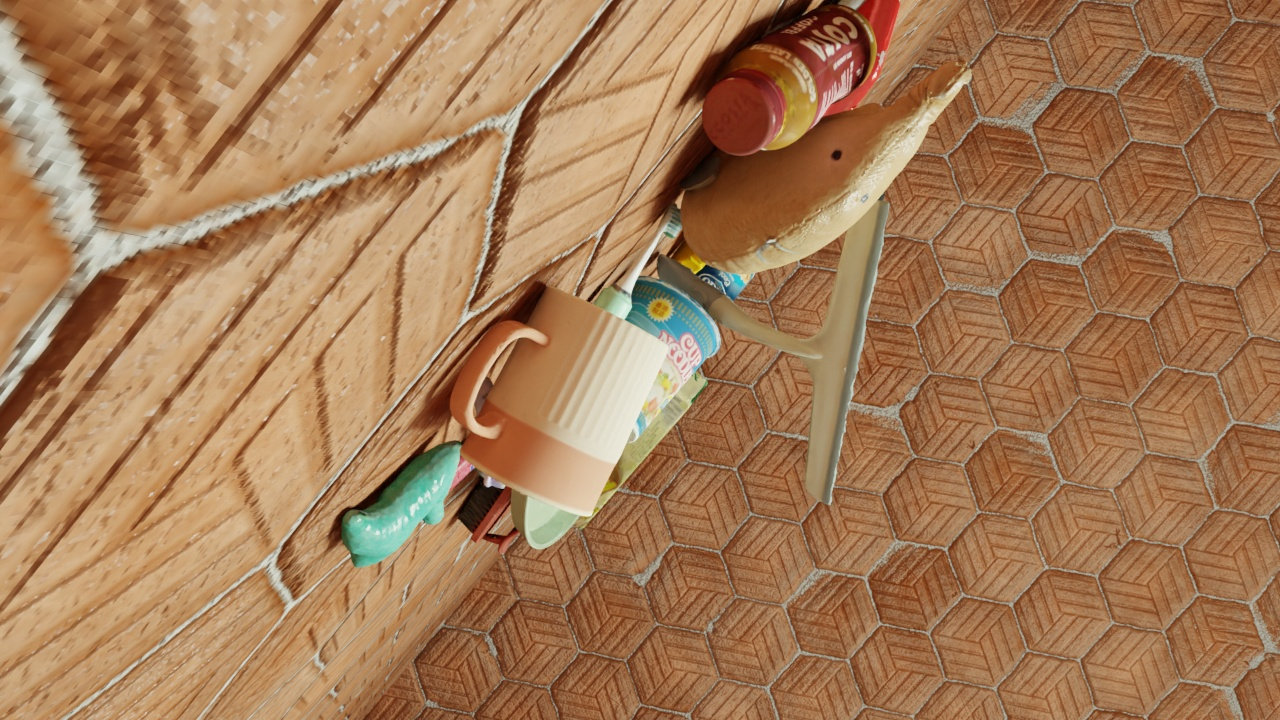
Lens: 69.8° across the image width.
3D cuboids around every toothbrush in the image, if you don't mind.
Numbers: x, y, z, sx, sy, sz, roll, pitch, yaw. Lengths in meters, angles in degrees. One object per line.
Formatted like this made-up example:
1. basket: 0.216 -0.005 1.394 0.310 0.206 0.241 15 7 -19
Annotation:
1. toothbrush: -0.099 0.051 0.609 0.029 0.021 0.189 -28 162 -15
2. toothbrush: -0.033 -0.022 0.687 0.224 0.027 0.026 -58 -169 2

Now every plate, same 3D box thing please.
1. plate: -0.057 0.064 0.852 0.229 0.027 0.231 -58 161 -33

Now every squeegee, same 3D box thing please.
1. squeegee: 0.075 -0.042 0.749 0.039 0.246 0.247 -14 122 -32

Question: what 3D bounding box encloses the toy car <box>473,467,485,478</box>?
1. toy car: -0.111 0.075 0.808 0.049 0.031 0.105 -52 175 16

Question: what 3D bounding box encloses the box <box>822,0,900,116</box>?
1. box: 0.130 -0.216 0.714 0.201 0.068 0.090 122 -12 -76

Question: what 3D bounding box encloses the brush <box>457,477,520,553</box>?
1. brush: -0.137 0.148 0.946 0.063 0.069 0.146 -45 174 -49

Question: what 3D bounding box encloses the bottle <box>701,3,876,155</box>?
1. bottle: 0.087 -0.162 0.527 0.058 0.057 0.174 -52 176 40

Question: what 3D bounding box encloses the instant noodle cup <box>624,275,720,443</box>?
1. instant noodle cup: -0.004 0.004 0.741 0.109 0.099 0.099 -55 179 -24

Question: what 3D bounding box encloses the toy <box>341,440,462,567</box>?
1. toy: -0.138 0.087 0.545 0.091 0.030 0.097 -47 163 -32

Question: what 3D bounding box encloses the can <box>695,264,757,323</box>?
1. can: 0.087 -0.099 1.107 0.110 0.075 0.075 -48 177 -32

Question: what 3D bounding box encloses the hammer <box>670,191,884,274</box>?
1. hammer: 0.102 -0.112 0.789 0.128 0.033 0.301 -56 -163 -17

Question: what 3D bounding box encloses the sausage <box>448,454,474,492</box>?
1. sausage: -0.143 0.089 0.615 0.020 0.020 0.155 -52 176 31

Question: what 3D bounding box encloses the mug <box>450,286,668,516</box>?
1. mug: -0.050 0.017 0.506 0.114 0.082 0.106 28 87 -48

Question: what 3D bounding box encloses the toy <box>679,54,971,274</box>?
1. toy: 0.116 -0.122 0.603 0.226 0.082 0.143 -7 -131 55

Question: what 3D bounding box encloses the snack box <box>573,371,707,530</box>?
1. snack box: -0.040 0.075 1.025 0.241 0.114 0.063 -52 177 33
